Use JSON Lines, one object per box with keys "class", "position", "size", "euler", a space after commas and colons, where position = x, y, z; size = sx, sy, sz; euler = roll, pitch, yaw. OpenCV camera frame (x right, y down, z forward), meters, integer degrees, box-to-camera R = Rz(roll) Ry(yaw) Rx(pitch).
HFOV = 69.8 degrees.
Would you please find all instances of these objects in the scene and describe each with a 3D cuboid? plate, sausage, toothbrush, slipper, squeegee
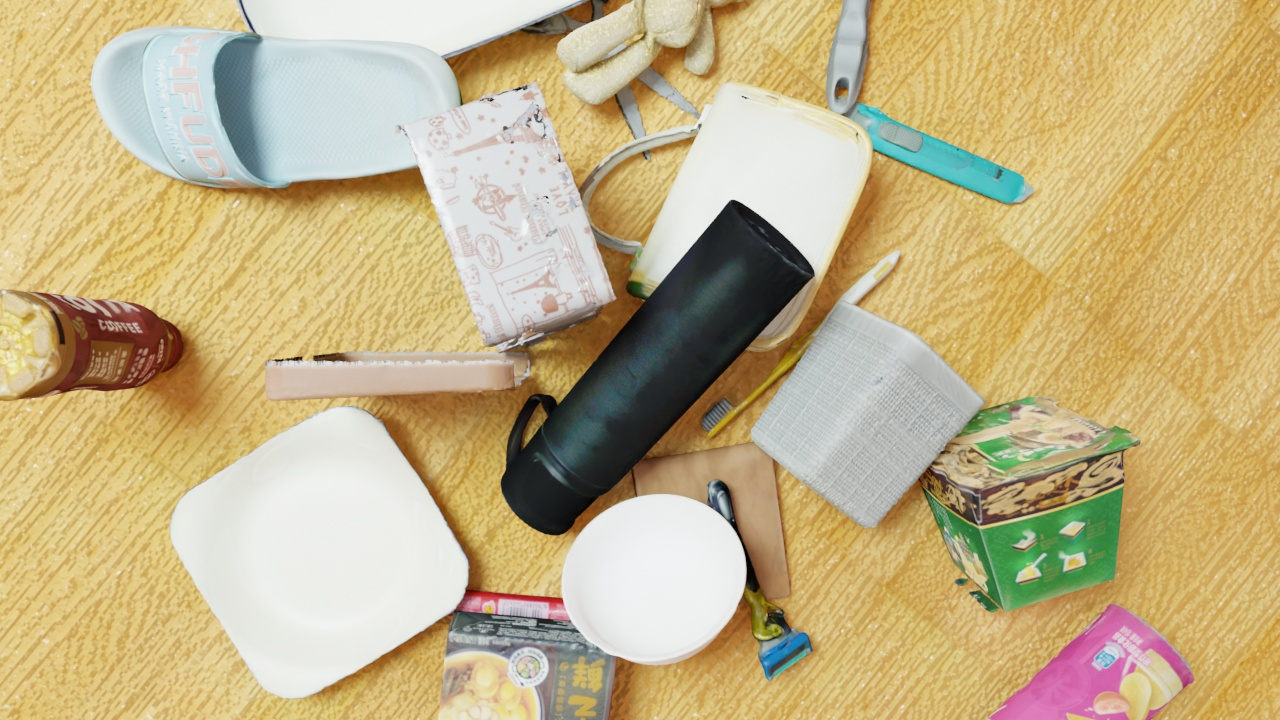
{"class": "plate", "position": [-0.141, -0.280, 0.612], "size": [0.266, 0.034, 0.162], "euler": [-21, 94, 4]}
{"class": "sausage", "position": [-0.075, 0.175, 0.643], "size": [0.156, 0.020, 0.020], "euler": [6, 90, -3]}
{"class": "plate", "position": [-0.215, 0.128, 0.627], "size": [0.163, 0.034, 0.164], "euler": [-31, 93, -3]}
{"class": "toothbrush", "position": [0.114, -0.014, 0.654], "size": [0.191, 0.016, 0.018], "euler": [-44, 84, -1]}
{"class": "slipper", "position": [-0.235, -0.157, 0.580], "size": [0.245, 0.074, 0.104], "euler": [2, 112, 9]}
{"class": "squeegee", "position": [0.157, -0.295, 0.641], "size": [0.248, 0.040, 0.249], "euler": [9, 96, 12]}

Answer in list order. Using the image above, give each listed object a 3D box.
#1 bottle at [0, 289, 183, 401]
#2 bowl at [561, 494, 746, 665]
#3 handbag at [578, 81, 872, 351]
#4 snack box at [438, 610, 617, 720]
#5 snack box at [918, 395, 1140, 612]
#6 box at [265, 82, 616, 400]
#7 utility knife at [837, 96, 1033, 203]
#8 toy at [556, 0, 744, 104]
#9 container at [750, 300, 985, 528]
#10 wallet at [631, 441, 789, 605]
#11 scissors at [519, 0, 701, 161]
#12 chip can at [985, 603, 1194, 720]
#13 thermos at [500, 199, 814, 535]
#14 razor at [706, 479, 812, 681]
{"class": "bottle", "position": [-0.330, -0.009, 0.547], "size": [0.057, 0.175, 0.057], "euler": [0, 91, -4]}
{"class": "bowl", "position": [0.013, 0.154, 0.602], "size": [0.118, 0.118, 0.065], "euler": [-18, 136, -3]}
{"class": "handbag", "position": [0.050, -0.107, 0.632], "size": [0.179, 0.063, 0.163], "euler": [25, 89, 9]}
{"class": "snack box", "position": [-0.078, 0.239, 0.623], "size": [0.113, 0.053, 0.125], "euler": [6, 94, -4]}
{"class": "snack box", "position": [0.259, 0.098, 0.624], "size": [0.117, 0.118, 0.105], "euler": [-16, 104, -3]}
{"class": "box", "position": [-0.128, -0.045, 0.559], "size": [0.193, 0.183, 0.156], "euler": [-19, 91, -6]}
{"class": "utility knife", "position": [0.210, -0.149, 0.658], "size": [0.157, 0.013, 0.029], "euler": [22, 91, -3]}
{"class": "toy", "position": [0.010, -0.233, 0.616], "size": [0.157, 0.066, 0.105], "euler": [-41, 133, -11]}
{"class": "container", "position": [0.146, 0.038, 0.611], "size": [0.090, 0.090, 0.114], "euler": [37, 92, -28]}
{"class": "wallet", "position": [0.050, 0.119, 0.651], "size": [0.101, 0.020, 0.115], "euler": [-8, 94, -4]}
{"class": "scissors", "position": [-0.030, -0.229, 0.643], "size": [0.159, 0.014, 0.175], "euler": [5, 92, -4]}
{"class": "chip can", "position": [0.280, 0.265, 0.640], "size": [0.210, 0.071, 0.071], "euler": [-42, 93, -2]}
{"class": "thermos", "position": [-0.003, 0.003, 0.587], "size": [0.243, 0.068, 0.090], "euler": [-47, 63, 20]}
{"class": "razor", "position": [0.074, 0.148, 0.636], "size": [0.042, 0.022, 0.143], "euler": [-26, 96, -31]}
